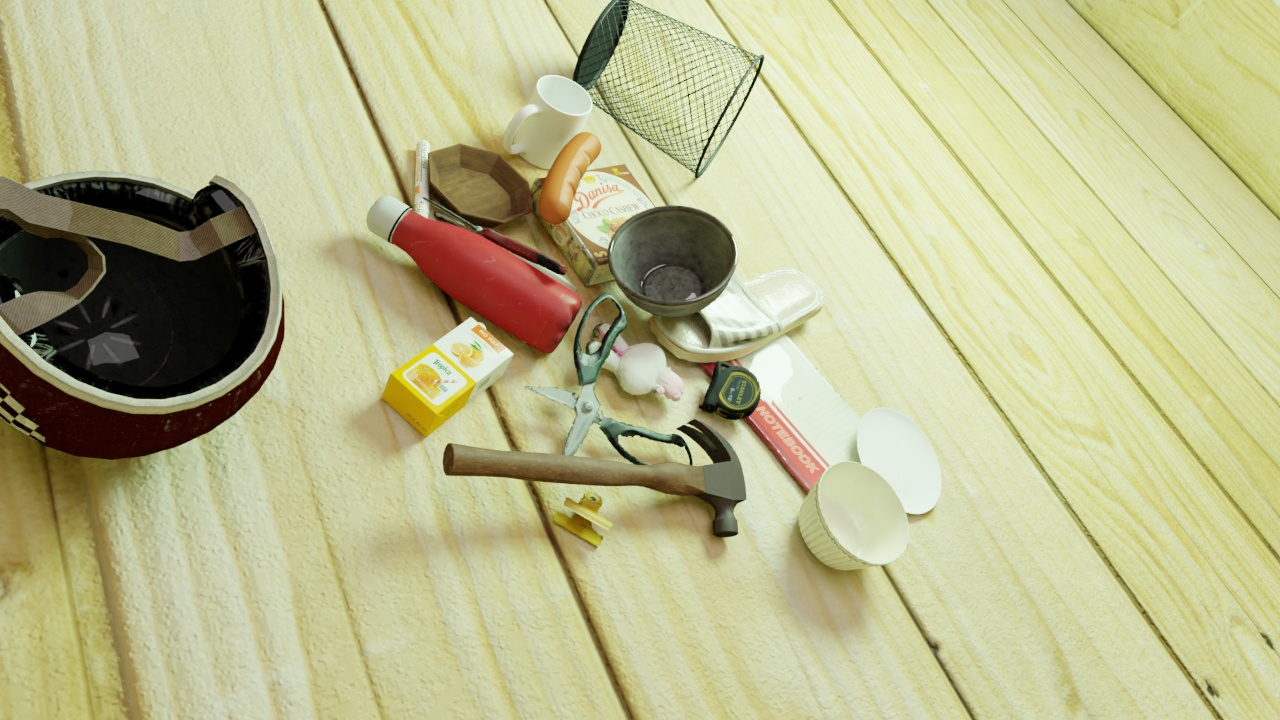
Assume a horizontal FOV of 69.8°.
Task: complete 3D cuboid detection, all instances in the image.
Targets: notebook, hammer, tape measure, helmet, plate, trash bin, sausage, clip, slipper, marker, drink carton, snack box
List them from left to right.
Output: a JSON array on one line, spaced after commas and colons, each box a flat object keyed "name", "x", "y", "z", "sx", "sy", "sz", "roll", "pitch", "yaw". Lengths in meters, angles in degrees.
[{"name": "helmet", "x": -0.386, "y": -0.043, "z": 0.668, "sx": 0.232, "sy": 0.254, "sz": 0.234, "roll": -37, "pitch": 102, "yaw": -39}, {"name": "marker", "x": -0.249, "y": -0.198, "z": 1.047, "sx": 0.017, "sy": 0.017, "sz": 0.145, "roll": 10, "pitch": 50, "yaw": -23}, {"name": "drink carton", "x": -0.184, "y": 0.013, "z": 0.893, "sx": 0.058, "sy": 0.040, "sz": 0.122, "roll": 41, "pitch": 45, "yaw": 6}, {"name": "plate", "x": -0.190, "y": -0.199, "z": 1.072, "sx": 0.131, "sy": 0.025, "sz": 0.131, "roll": 19, "pitch": 44, "yaw": -19}, {"name": "sausage", "x": -0.085, "y": -0.219, "z": 1.083, "sx": 0.044, "sy": 0.039, "sz": 0.163, "roll": 24, "pitch": 46, "yaw": -6}, {"name": "clip", "x": -0.050, "y": 0.144, "z": 0.871, "sx": 0.054, "sy": 0.046, "sz": 0.048, "roll": 30, "pitch": 70, "yaw": -3}, {"name": "snack box", "x": -0.043, "y": -0.170, "z": 1.126, "sx": 0.142, "sy": 0.041, "sz": 0.147, "roll": -18, "pitch": 65, "yaw": -39}, {"name": "hammer", "x": -0.031, "y": 0.105, "z": 0.874, "sx": 0.322, "sy": 0.033, "sz": 0.115, "roll": 9, "pitch": 64, "yaw": -33}, {"name": "trash bin", "x": 0.032, "y": -0.384, "z": 1.262, "sx": 0.210, "sy": 0.185, "sz": 0.183, "roll": 30, "pitch": 44, "yaw": 3}, {"name": "tape measure", "x": 0.104, "y": 0.038, "z": 1.034, "sx": 0.061, "sy": 0.034, "sz": 0.061, "roll": 21, "pitch": 66, "yaw": 6}, {"name": "slipper", "x": 0.129, "y": -0.067, "z": 1.126, "sx": 0.271, "sy": 0.054, "sz": 0.114, "roll": -17, "pitch": 60, "yaw": -37}, {"name": "notebook", "x": 0.181, "y": 0.053, "z": 1.092, "sx": 0.152, "sy": 0.012, "sz": 0.208, "roll": -26, "pitch": 69, "yaw": -41}, {"name": "plate", "x": 0.307, "y": 0.120, "z": 1.097, "sx": 0.134, "sy": 0.011, "sz": 0.134, "roll": 17, "pitch": 56, "yaw": -26}]

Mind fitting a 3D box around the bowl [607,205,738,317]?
[{"name": "bowl", "x": 0.037, "y": -0.102, "z": 1.046, "sx": 0.145, "sy": 0.067, "sz": 0.144, "roll": -1, "pitch": 56, "yaw": 2}]

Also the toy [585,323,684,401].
[{"name": "toy", "x": -0.006, "y": 0.006, "z": 1.005, "sx": 0.122, "sy": 0.038, "sz": 0.079, "roll": 32, "pitch": 36, "yaw": 0}]

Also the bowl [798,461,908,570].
[{"name": "bowl", "x": 0.219, "y": 0.172, "z": 0.974, "sx": 0.115, "sy": 0.063, "sz": 0.115, "roll": 16, "pitch": 53, "yaw": -22}]

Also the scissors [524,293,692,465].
[{"name": "scissors", "x": -0.017, "y": 0.039, "z": 0.953, "sx": 0.205, "sy": 0.015, "sz": 0.201, "roll": 31, "pitch": 61, "yaw": -17}]

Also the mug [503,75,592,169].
[{"name": "mug", "x": -0.124, "y": -0.294, "z": 1.148, "sx": 0.110, "sy": 0.091, "sz": 0.074, "roll": -26, "pitch": 70, "yaw": -42}]

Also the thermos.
[{"name": "thermos", "x": -0.178, "y": -0.096, "z": 0.964, "sx": 0.240, "sy": 0.073, "sz": 0.073, "roll": 31, "pitch": 45, "yaw": -3}]

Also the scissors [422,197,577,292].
[{"name": "scissors", "x": -0.142, "y": -0.121, "z": 1.010, "sx": 0.199, "sy": 0.015, "sz": 0.179, "roll": 24, "pitch": -7, "yaw": 43}]
